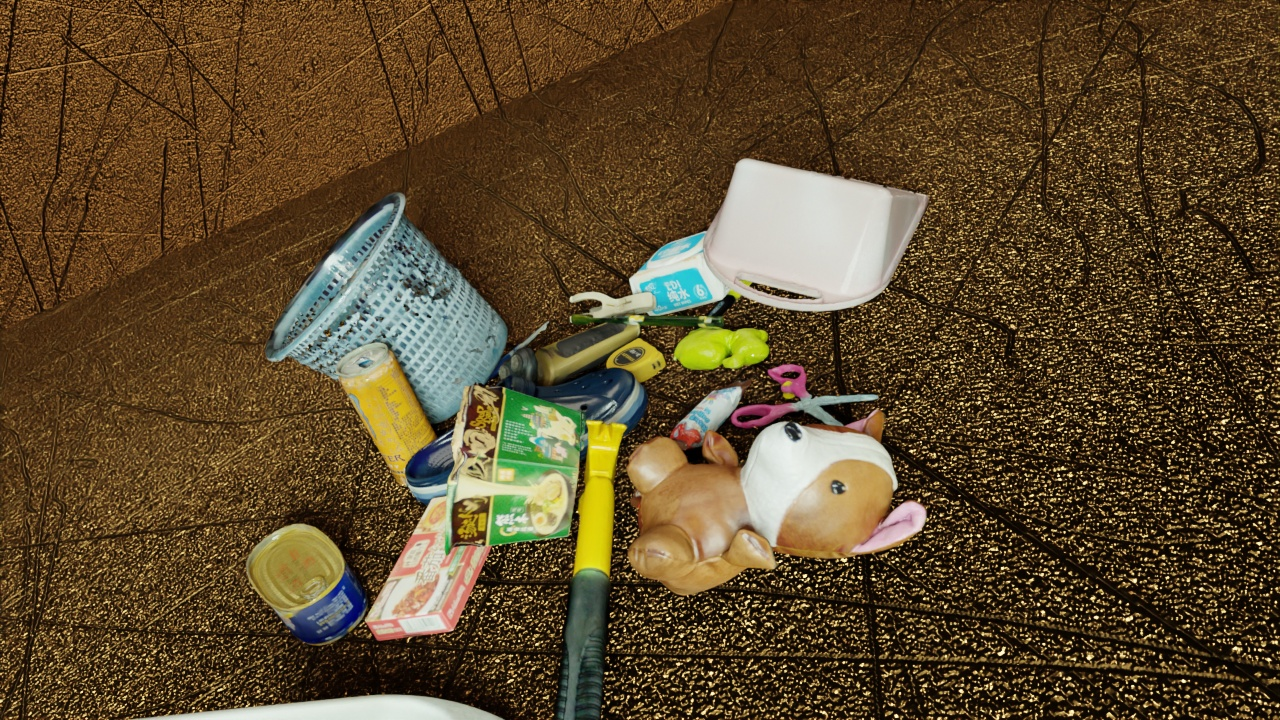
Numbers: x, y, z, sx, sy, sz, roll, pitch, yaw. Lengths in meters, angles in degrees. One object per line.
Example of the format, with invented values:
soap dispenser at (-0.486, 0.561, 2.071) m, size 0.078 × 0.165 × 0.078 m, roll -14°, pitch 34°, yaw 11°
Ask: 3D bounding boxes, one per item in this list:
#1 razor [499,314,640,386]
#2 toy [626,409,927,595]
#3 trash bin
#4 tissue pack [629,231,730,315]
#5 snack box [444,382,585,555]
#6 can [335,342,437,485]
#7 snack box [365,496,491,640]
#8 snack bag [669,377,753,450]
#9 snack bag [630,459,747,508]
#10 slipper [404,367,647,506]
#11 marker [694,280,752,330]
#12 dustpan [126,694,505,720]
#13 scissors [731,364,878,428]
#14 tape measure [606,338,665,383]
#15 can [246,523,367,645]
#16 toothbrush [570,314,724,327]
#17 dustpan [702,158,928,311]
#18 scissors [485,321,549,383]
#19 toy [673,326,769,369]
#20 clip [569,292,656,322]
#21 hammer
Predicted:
razor at (-0.075, -0.008, 1.017) m, size 0.167 × 0.068 × 0.062 m, roll -26°, pitch 49°, yaw -21°
toy at (0.090, 0.093, 0.649) m, size 0.200 × 0.131 × 0.140 m, roll -9°, pitch 44°, yaw 6°
trash bin at (-0.266, -0.040, 1.027) m, size 0.227 × 0.195 × 0.226 m, roll -36°, pitch 30°, yaw 25°
tissue pack at (0.060, -0.107, 1.067) m, size 0.140 × 0.063 × 0.089 m, roll -12°, pitch 26°, yaw 42°
snack box at (-0.106, 0.094, 0.782) m, size 0.105 × 0.118 × 0.118 m, roll 7°, pitch 34°, yaw -5°
can at (-0.251, 0.056, 0.931) m, size 0.058 × 0.146 × 0.058 m, roll -14°, pitch 31°, yaw 9°
snack box at (-0.173, 0.173, 0.796) m, size 0.075 × 0.025 × 0.152 m, roll -12°, pitch 29°, yaw 19°
snack bag at (0.062, 0.051, 0.838) m, size 0.105 × 0.026 × 0.045 m, roll -41°, pitch 9°, yaw -31°
snack bag at (0.045, 0.103, 0.759) m, size 0.104 × 0.026 × 0.048 m, roll -7°, pitch 43°, yaw 28°
slipper at (-0.119, 0.058, 0.895) m, size 0.253 × 0.095 × 0.105 m, roll -24°, pitch 29°, yaw 6°
marker at (0.094, -0.064, 1.036) m, size 0.018 × 0.015 × 0.123 m, roll -3°, pitch 32°, yaw 41°
dustpan at (-0.168, 0.240, 0.495) m, size 0.223 × 0.257 × 0.142 m, roll 21°, pitch 73°, yaw 53°
scissors at (0.139, 0.041, 0.816) m, size 0.125 × 0.017 × 0.133 m, roll -26°, pitch 31°, yaw -11°
tape measure at (-0.006, 0.006, 0.970) m, size 0.057 × 0.029 × 0.060 m, roll -30°, pitch 28°, yaw -16°
can at (-0.299, 0.198, 0.819) m, size 0.074 × 0.049 × 0.148 m, roll -38°, pitch 31°, yaw -26°
toothbrush at (0.006, -0.044, 0.990) m, size 0.186 × 0.012 × 0.017 m, roll 2°, pitch 11°, yaw 30°
dustpan at (0.185, -0.142, 1.029) m, size 0.223 × 0.139 × 0.272 m, roll 16°, pitch 14°, yaw 19°
scissors at (-0.130, -0.019, 1.043) m, size 0.175 × 0.012 × 0.105 m, roll -37°, pitch 4°, yaw 34°
toy at (0.080, -0.013, 0.937) m, size 0.100 × 0.031 × 0.096 m, roll -13°, pitch 25°, yaw 10°
clip at (-0.041, -0.061, 1.063) m, size 0.102 × 0.096 × 0.035 m, roll -21°, pitch 63°, yaw 49°
hammer at (-0.035, 0.155, 0.643) m, size 0.033 × 0.129 × 0.300 m, roll 6°, pitch 36°, yaw -2°
